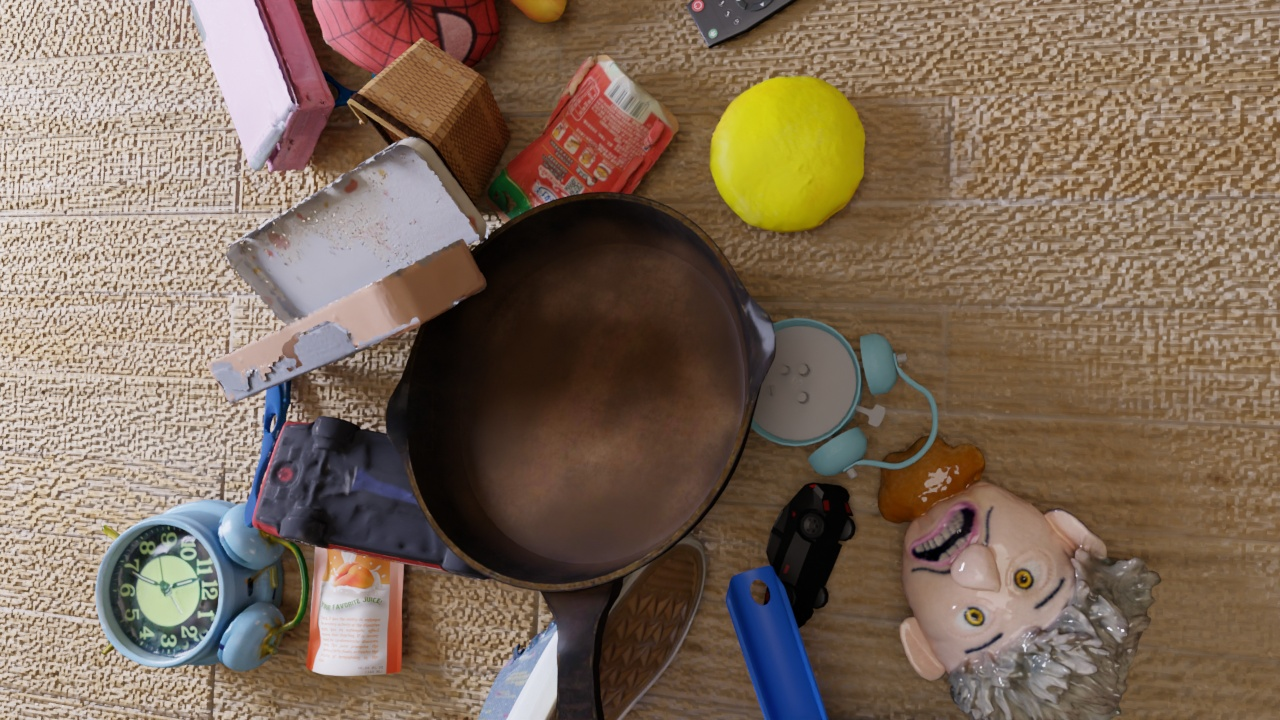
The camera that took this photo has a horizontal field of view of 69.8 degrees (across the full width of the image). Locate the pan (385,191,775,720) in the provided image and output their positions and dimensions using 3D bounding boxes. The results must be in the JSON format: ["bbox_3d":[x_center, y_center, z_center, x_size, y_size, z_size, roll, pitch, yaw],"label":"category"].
[{"bbox_3d":[-0.031,0.078,0.509,0.249,0.043,0.355,-12,70,24],"label":"pan"}]

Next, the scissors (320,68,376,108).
[{"bbox_3d":[-0.191,-0.176,0.647,0.103,0.015,0.133,-24,86,10],"label":"scissors"}]

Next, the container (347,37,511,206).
[{"bbox_3d":[-0.126,-0.147,0.578,0.063,0.114,0.061,35,84,7],"label":"container"}]

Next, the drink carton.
[{"bbox_3d":[-0.193,0.148,0.625,0.069,0.039,0.122,-1,81,10],"label":"drink carton"}]

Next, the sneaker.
[{"bbox_3d":[-0.050,0.191,0.562,0.079,0.087,0.235,34,94,46],"label":"sneaker"}]

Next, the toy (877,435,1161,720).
[{"bbox_3d":[0.193,0.118,0.497,0.133,0.076,0.176,-39,70,10],"label":"toy"}]

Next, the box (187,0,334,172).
[{"bbox_3d":[-0.278,-0.251,0.633,0.098,0.046,0.232,-32,77,52],"label":"box"}]

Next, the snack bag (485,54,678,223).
[{"bbox_3d":[-0.049,-0.117,0.592,0.087,0.044,0.155,46,104,18],"label":"snack bag"}]

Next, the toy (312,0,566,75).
[{"bbox_3d":[-0.114,-0.267,0.580,0.216,0.098,0.147,-32,112,13],"label":"toy"}]

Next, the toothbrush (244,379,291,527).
[{"bbox_3d":[-0.256,0.052,0.636,0.021,0.016,0.132,-12,62,22],"label":"toothbrush"}]

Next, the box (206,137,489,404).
[{"bbox_3d":[-0.191,-0.038,0.560,0.217,0.095,0.107,-16,40,39],"label":"box"}]

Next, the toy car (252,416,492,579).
[{"bbox_3d":[-0.154,0.090,0.597,0.189,0.056,0.081,9,73,8],"label":"toy car"}]

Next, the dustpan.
[{"bbox_3d":[0.106,0.238,0.514,0.246,0.059,0.257,-19,86,14],"label":"dustpan"}]

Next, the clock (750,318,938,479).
[{"bbox_3d":[0.110,0.021,0.531,0.123,0.042,0.087,24,92,24],"label":"clock"}]

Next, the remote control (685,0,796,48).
[{"bbox_3d":[0.090,-0.240,0.569,0.125,0.010,0.039,-29,81,13],"label":"remote control"}]

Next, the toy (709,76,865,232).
[{"bbox_3d":[0.088,-0.124,0.550,0.094,0.041,0.095,25,94,10],"label":"toy"}]

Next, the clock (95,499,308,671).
[{"bbox_3d":[-0.300,0.156,0.640,0.162,0.060,0.118,-7,84,11],"label":"clock"}]

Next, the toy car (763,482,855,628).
[{"bbox_3d":[0.094,0.114,0.541,0.036,0.042,0.092,24,96,40],"label":"toy car"}]
